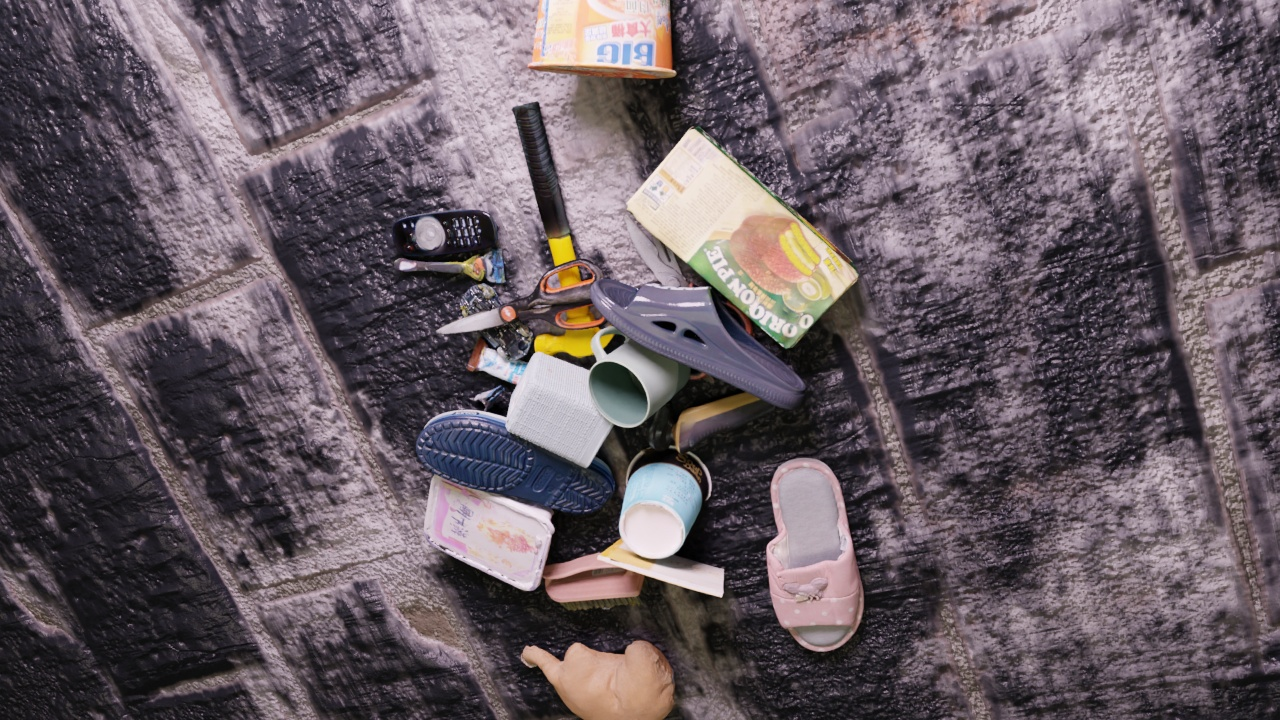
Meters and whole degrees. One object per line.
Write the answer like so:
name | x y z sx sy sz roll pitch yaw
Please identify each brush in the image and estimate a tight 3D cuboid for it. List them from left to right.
brush | -0.062 0.288 1.208 0.146 0.063 0.073 -11 125 24

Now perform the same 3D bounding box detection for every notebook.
notebook | 0.031 0.248 1.106 0.146 0.206 0.010 15 86 8

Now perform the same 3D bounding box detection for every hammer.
hammer | -0.094 -0.146 1.063 0.129 0.032 0.301 -8 109 16

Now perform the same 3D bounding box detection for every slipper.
slipper | -0.149 0.113 1.150 0.252 0.095 0.105 20 117 -15
slipper | 0.075 -0.039 1.012 0.268 0.110 0.083 27 109 -5
slipper | 0.214 0.250 1.134 0.114 0.054 0.274 -4 110 14

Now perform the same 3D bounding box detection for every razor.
razor | -0.235 -0.115 1.115 0.143 0.022 0.043 3 110 13
razor | 0.087 0.064 1.098 0.168 0.062 0.067 -21 74 15

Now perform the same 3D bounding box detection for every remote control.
remote control | -0.232 -0.153 1.097 0.136 0.024 0.053 -3 112 16

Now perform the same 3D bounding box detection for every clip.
clip | -0.191 0.045 1.158 0.028 0.024 0.057 50 148 -6

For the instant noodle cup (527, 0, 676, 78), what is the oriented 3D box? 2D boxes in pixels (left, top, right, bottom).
instant noodle cup | -0.036 -0.344 0.915 0.151 0.151 0.111 6 104 11

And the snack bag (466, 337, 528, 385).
snack bag | -0.164 0.011 1.146 0.104 0.026 0.048 25 107 3

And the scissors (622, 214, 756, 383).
scissors | 0.056 -0.076 1.065 0.214 0.015 0.197 19 114 6

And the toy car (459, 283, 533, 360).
toy car | -0.173 -0.047 1.121 0.049 0.031 0.105 -42 91 23

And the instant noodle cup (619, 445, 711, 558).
instant noodle cup | 0.023 0.176 1.114 0.111 0.120 0.111 5 112 11

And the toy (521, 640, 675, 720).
toy | -0.061 0.447 1.269 0.226 0.082 0.143 -5 105 18

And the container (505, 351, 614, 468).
container | -0.094 0.055 1.097 0.111 0.089 0.090 24 116 -13

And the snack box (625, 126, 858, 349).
snack box | 0.111 -0.134 0.996 0.240 0.063 0.115 40 109 -4

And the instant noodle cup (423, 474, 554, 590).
instant noodle cup | -0.190 0.211 1.201 0.173 0.060 0.138 24 125 10

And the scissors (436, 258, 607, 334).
scissors | -0.138 -0.045 1.084 0.235 0.021 0.125 -32 101 23

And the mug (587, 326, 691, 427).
mug | -0.006 0.006 1.054 0.111 0.106 0.082 51 132 2
